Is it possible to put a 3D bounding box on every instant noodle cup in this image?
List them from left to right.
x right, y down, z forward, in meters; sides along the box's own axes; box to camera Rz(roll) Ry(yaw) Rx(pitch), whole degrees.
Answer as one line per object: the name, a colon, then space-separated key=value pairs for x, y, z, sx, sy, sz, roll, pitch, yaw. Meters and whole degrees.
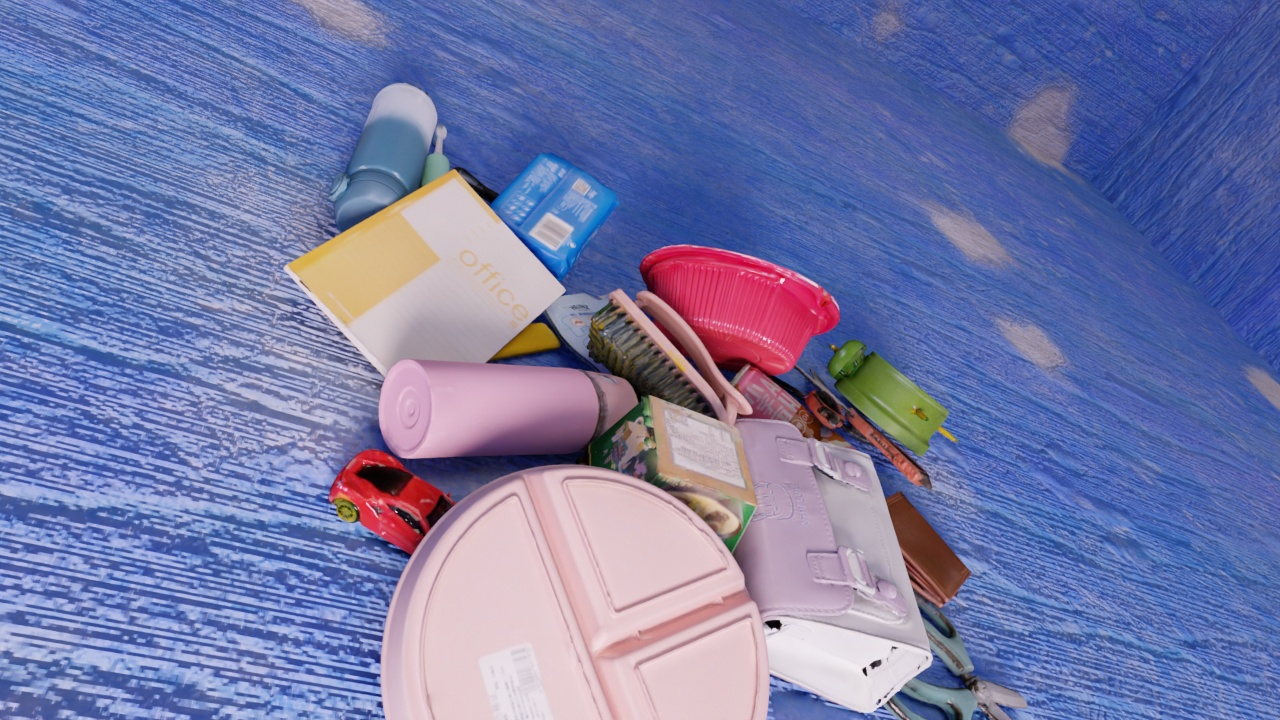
instant noodle cup: x=0.084 y=-0.037 z=0.857 sx=0.193 sy=0.194 sz=0.065 roll=22 pitch=76 yaw=-20

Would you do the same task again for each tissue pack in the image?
tissue pack: x=-0.090 y=-0.135 z=0.882 sx=0.095 sy=0.052 sz=0.156 roll=34 pitch=50 yaw=-2

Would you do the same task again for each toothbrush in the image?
toothbrush: x=-0.198 y=-0.174 z=0.882 sx=0.026 sy=0.027 sz=0.224 roll=27 pitch=32 yaw=-27
toothbrush: x=0.168 y=0.035 z=0.954 sx=0.189 sy=0.018 sz=0.014 roll=32 pitch=23 yaw=-2

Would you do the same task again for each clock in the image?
clock: x=0.256 y=0.033 z=0.971 sx=0.116 sy=0.056 sz=0.161 roll=28 pitch=14 yaw=-49

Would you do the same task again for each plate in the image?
plate: x=-0.025 y=0.163 z=0.509 sx=0.229 sy=0.028 sz=0.229 roll=11 pitch=61 yaw=-20

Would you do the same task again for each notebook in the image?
notebook: x=-0.158 y=-0.062 z=0.724 sx=0.146 sy=0.010 sz=0.205 roll=48 pitch=40 yaw=-5

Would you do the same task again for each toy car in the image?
toy car: x=-0.140 y=0.096 z=0.573 sx=0.106 sy=0.031 sz=0.049 roll=35 pitch=33 yaw=-4

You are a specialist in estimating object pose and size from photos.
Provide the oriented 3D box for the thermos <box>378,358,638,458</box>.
thermos: x=-0.092 y=0.032 z=0.669 sx=0.198 sy=0.067 sz=0.087 roll=2 pitch=23 yaw=-47

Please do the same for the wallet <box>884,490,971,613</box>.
wallet: x=0.244 y=0.169 z=0.818 sx=0.101 sy=0.032 sz=0.124 roll=48 pitch=23 yaw=20

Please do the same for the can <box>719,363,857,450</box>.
can: x=0.138 y=0.069 z=0.839 sx=0.147 sy=0.058 sz=0.057 roll=40 pitch=32 yaw=8

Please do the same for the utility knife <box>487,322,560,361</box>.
utility knife: x=-0.123 y=-0.010 z=0.744 sx=0.154 sy=0.015 sz=0.033 roll=-10 pitch=70 yaw=-50

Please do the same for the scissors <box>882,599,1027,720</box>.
scissors: x=0.242 y=0.240 z=0.747 sx=0.173 sy=0.019 sz=0.178 roll=17 pitch=35 yaw=-24

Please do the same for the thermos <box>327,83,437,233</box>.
thermos: x=-0.227 y=-0.178 z=0.824 sx=0.070 sy=0.070 sz=0.220 roll=22 pitch=33 yaw=-20

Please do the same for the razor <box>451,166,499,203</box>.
razor: x=-0.128 y=-0.152 z=0.923 sx=0.142 sy=0.022 sz=0.042 roll=29 pitch=54 yaw=-9

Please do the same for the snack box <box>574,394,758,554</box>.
snack box: x=0.020 y=0.096 z=0.648 sx=0.117 sy=0.106 sz=0.118 roll=21 pitch=35 yaw=-22

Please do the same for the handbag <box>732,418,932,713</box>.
handbag: x=0.125 y=0.144 z=0.699 sx=0.145 sy=0.099 sz=0.196 roll=18 pitch=35 yaw=-16

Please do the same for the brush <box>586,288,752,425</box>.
brush: x=0.023 y=0.006 z=0.743 sx=0.072 sy=0.063 sz=0.145 roll=-34 pitch=69 yaw=-26

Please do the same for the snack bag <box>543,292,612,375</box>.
snack bag: x=-0.005 y=0.005 z=0.813 sx=0.110 sy=0.039 sz=0.191 roll=-18 pitch=58 yaw=-45

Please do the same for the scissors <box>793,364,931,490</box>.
scissors: x=0.199 y=0.049 z=0.902 sx=0.189 sy=0.015 sz=0.222 roll=37 pitch=13 yaw=-5
